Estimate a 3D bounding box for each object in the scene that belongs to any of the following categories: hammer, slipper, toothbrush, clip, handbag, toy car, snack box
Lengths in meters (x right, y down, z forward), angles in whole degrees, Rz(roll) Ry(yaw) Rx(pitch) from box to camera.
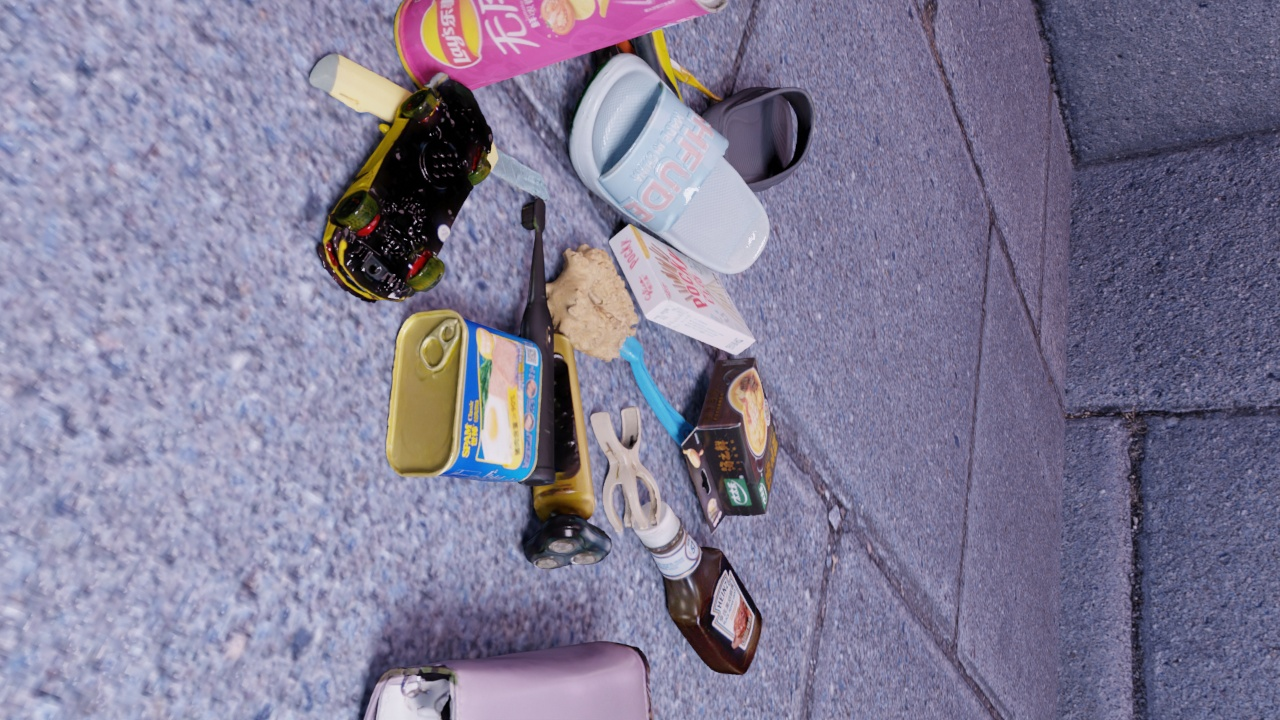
[{"bbox_3d":[-0.018,-0.365,0.775,0.125,0.032,0.323,-20,98,-54],"label":"hammer"},{"bbox_3d":[0.036,-0.147,0.766,0.245,0.074,0.104,36,91,-41],"label":"slipper"},{"bbox_3d":[0.137,-0.227,0.947,0.267,0.083,0.111,-39,123,-60],"label":"slipper"},{"bbox_3d":[0.037,-0.272,0.881,0.191,0.016,0.018,14,83,-56],"label":"toothbrush"},{"bbox_3d":[-0.012,0.088,0.742,0.071,0.035,0.100,-3,84,-56],"label":"clip"},{"bbox_3d":[-0.073,0.253,0.566,0.196,0.099,0.145,17,73,-53],"label":"handbag"},{"bbox_3d":[-0.139,-0.106,0.566,0.071,0.041,0.155,48,53,-42],"label":"toy car"},{"bbox_3d":[-0.074,-0.018,0.647,0.026,0.027,0.212,24,58,-53],"label":"toothbrush"},{"bbox_3d":[0.089,0.079,0.863,0.125,0.053,0.113,-69,147,-51],"label":"snack box"},{"bbox_3d":[0.040,-0.059,0.812,0.156,0.027,0.084,20,38,-54],"label":"snack box"}]

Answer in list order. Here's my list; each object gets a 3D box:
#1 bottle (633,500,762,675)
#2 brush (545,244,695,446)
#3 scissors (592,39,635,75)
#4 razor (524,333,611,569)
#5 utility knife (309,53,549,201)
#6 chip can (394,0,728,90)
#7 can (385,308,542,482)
[{"bbox_3d":[0.050,0.198,0.811,0.195,0.044,0.079,59,41,-32],"label":"bottle"},{"bbox_3d":[-0.005,0.004,0.765,0.255,0.046,0.083,54,40,-43],"label":"brush"},{"bbox_3d":[0.023,-0.189,0.835,0.235,0.022,0.141,57,35,-31],"label":"scissors"},{"bbox_3d":[-0.058,0.064,0.658,0.067,0.062,0.167,92,-7,-81],"label":"razor"},{"bbox_3d":[-0.128,-0.150,0.611,0.210,0.022,0.031,18,74,-47],"label":"utility knife"},{"bbox_3d":[-0.053,-0.217,0.559,0.071,0.211,0.071,10,78,-55],"label":"chip can"},{"bbox_3d":[-0.108,0.027,0.583,0.083,0.057,0.102,20,69,-57],"label":"can"}]
